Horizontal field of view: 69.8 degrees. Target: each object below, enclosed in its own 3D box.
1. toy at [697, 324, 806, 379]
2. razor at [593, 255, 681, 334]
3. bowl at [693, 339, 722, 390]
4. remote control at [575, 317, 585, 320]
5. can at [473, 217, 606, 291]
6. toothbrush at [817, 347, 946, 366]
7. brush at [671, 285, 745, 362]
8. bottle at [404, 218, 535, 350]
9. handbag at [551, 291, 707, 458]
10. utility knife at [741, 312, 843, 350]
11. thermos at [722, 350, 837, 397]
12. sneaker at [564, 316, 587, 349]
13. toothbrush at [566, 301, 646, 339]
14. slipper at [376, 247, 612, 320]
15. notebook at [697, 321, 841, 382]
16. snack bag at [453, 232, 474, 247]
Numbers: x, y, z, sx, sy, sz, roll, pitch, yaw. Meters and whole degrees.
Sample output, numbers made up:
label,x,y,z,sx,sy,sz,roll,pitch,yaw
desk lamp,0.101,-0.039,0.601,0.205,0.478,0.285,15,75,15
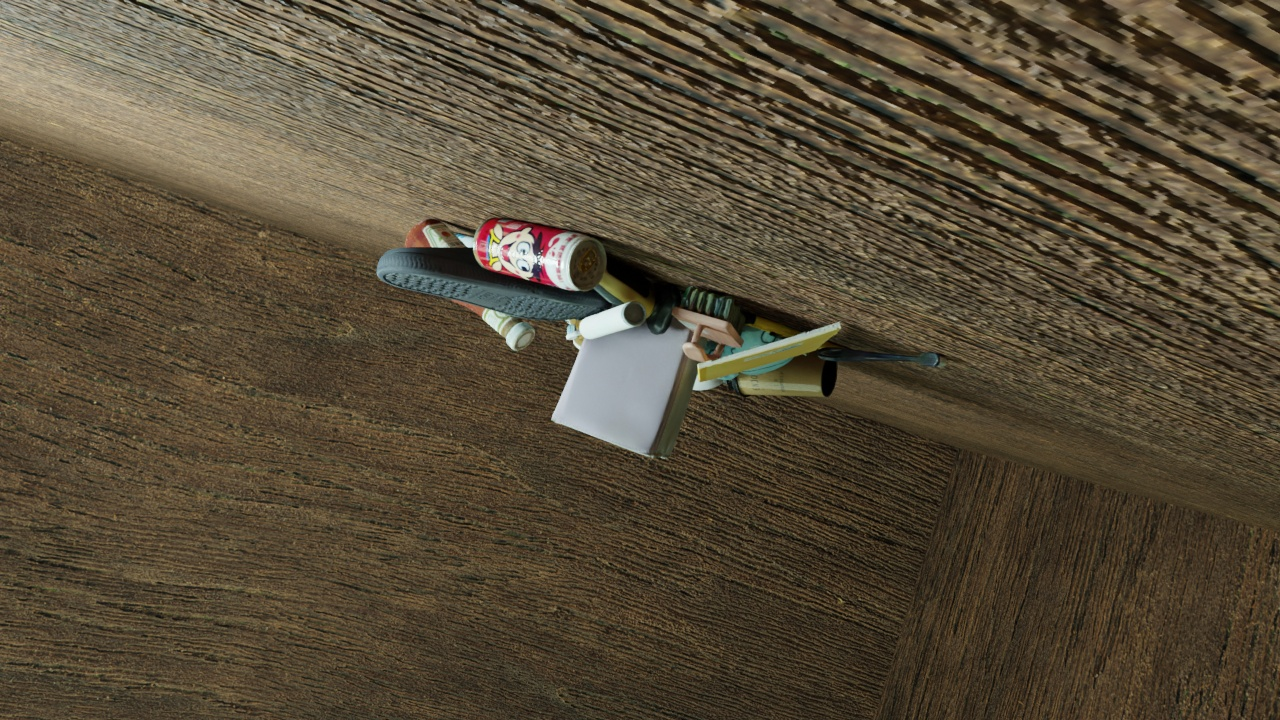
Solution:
label,x,y,z,sx,sy,sz,roll,pitch,yaw
toy,0.132,-0.008,1.179,0.156,0.049,0.161,0,158,4
razor,-0.012,-0.079,0.985,0.068,0.062,0.167,-17,157,25
bowl,0.086,-0.021,1.390,0.118,0.118,0.065,17,141,6
remote control,-0.078,-0.083,1.221,0.024,0.053,0.136,18,-170,-16
can,-0.096,-0.101,0.869,0.133,0.053,0.053,17,179,38
toothbrush,0.249,-0.004,0.971,0.018,0.015,0.181,6,180,-31
brush,0.078,-0.031,1.006,0.063,0.073,0.145,16,175,16
bottle,-0.201,-0.089,1.088,0.206,0.060,0.059,44,-170,22
handbag,-0.007,0.007,1.112,0.145,0.197,0.098,18,179,18
utility knife,0.193,-0.025,1.096,0.177,0.015,0.033,18,179,-19
thermos,0.192,0.012,1.263,0.143,0.093,0.093,9,175,32
sneaker,-0.050,-0.052,1.282,0.087,0.118,0.241,28,-175,-24
toothbrush,-0.047,-0.039,1.026,0.026,0.026,0.221,1,175,-22
slipper,-0.144,-0.100,0.981,0.267,0.083,0.111,10,170,-33
notebook,0.132,-0.005,0.987,0.146,0.010,0.206,-16,174,3
snack bag,-0.224,-0.149,1.201,0.105,0.026,0.045,16,169,27
